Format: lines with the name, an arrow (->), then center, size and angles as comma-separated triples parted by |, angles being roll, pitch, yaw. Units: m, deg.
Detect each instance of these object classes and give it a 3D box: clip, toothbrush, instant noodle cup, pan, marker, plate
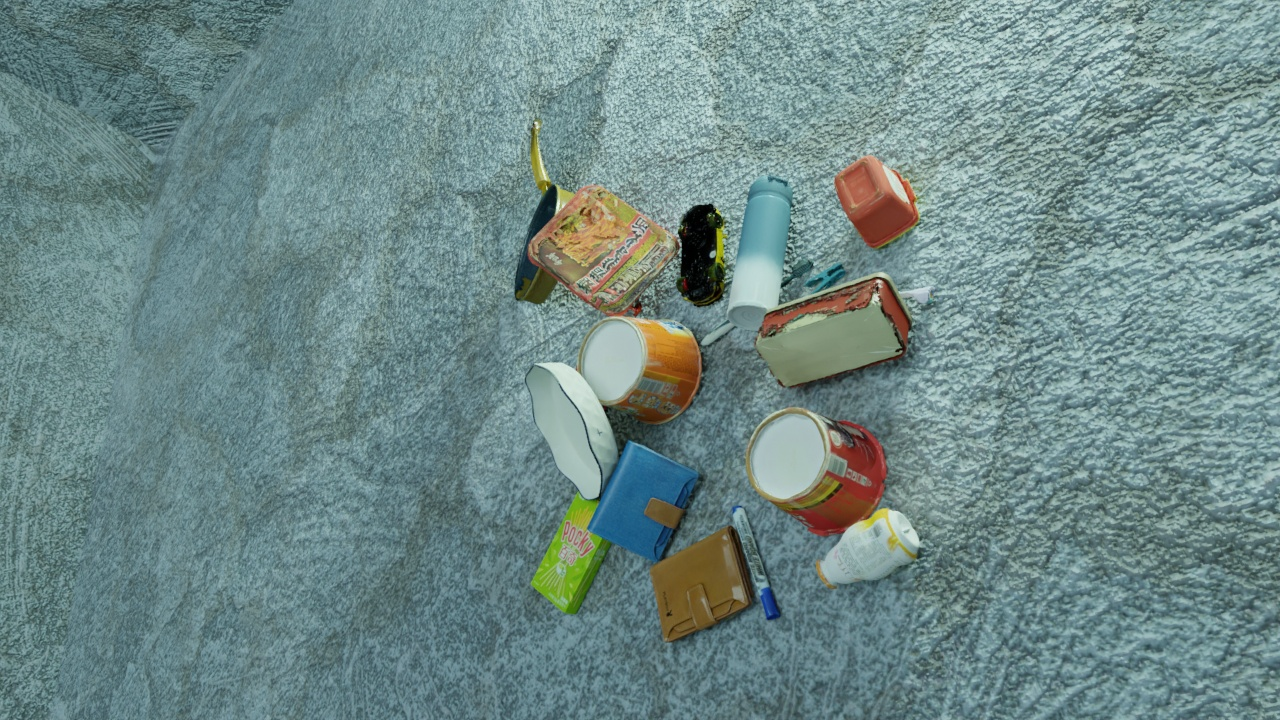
clip -> 0.237, -0.104, 1.174 | 0.056, 0.014, 0.041 | -37, 51, 23
toothbrush -> 0.268, -0.066, 1.125 | 0.190, 0.021, 0.029 | -9, 27, 41
instant noodle cup -> -0.056, -0.156, 1.367 | 0.189, 0.079, 0.164 | 38, 72, 15
pan -> -0.165, -0.259, 1.525 | 0.198, 0.078, 0.356 | 134, 147, -52
marker -> 0.137, 0.240, 1.102 | 0.017, 0.017, 0.145 | -35, 51, 25
plate -> -0.092, 0.092, 1.259 | 0.045, 0.205, 0.205 | -26, 40, -23
instant noodle cup -> -0.007, 0.007, 1.256 | 0.152, 0.111, 0.151 | -9, 76, 37
toothbrush -> 0.153, -0.077, 1.234 | 0.192, 0.018, 0.016 | -38, 49, 22
instant noodle cup -> 0.194, 0.118, 1.042 | 0.138, 0.108, 0.137 | -19, 58, 35

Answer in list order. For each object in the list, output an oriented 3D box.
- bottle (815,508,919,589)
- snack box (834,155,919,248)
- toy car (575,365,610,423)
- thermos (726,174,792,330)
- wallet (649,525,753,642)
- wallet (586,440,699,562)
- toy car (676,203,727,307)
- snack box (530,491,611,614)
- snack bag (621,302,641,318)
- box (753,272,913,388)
bottle -> 0.242, 0.207, 0.988 | 0.109, 0.063, 0.063 | -37, 50, 24
snack box -> 0.287, -0.198, 1.125 | 0.082, 0.080, 0.091 | -32, 52, 27
toy car -> -0.075, 0.055, 1.361 | 0.053, 0.045, 0.120 | -21, 60, 36
thermos -> 0.161, -0.146, 1.212 | 0.070, 0.070, 0.220 | -12, 54, 38
wallet -> 0.074, 0.278, 1.133 | 0.132, 0.031, 0.107 | -34, 50, 28
wallet -> 0.004, 0.184, 1.198 | 0.133, 0.106, 0.040 | -64, 3, 1
toy car -> 0.090, -0.153, 1.309 | 0.071, 0.041, 0.155 | -18, 61, 36
snack box -> -0.088, 0.266, 1.287 | 0.086, 0.026, 0.156 | 27, 89, 45
snack bag -> -0.029, -0.042, 1.374 | 0.045, 0.026, 0.105 | 14, 76, 6
box -> 0.223, -0.029, 1.080 | 0.169, 0.091, 0.078 | -19, 29, 35
